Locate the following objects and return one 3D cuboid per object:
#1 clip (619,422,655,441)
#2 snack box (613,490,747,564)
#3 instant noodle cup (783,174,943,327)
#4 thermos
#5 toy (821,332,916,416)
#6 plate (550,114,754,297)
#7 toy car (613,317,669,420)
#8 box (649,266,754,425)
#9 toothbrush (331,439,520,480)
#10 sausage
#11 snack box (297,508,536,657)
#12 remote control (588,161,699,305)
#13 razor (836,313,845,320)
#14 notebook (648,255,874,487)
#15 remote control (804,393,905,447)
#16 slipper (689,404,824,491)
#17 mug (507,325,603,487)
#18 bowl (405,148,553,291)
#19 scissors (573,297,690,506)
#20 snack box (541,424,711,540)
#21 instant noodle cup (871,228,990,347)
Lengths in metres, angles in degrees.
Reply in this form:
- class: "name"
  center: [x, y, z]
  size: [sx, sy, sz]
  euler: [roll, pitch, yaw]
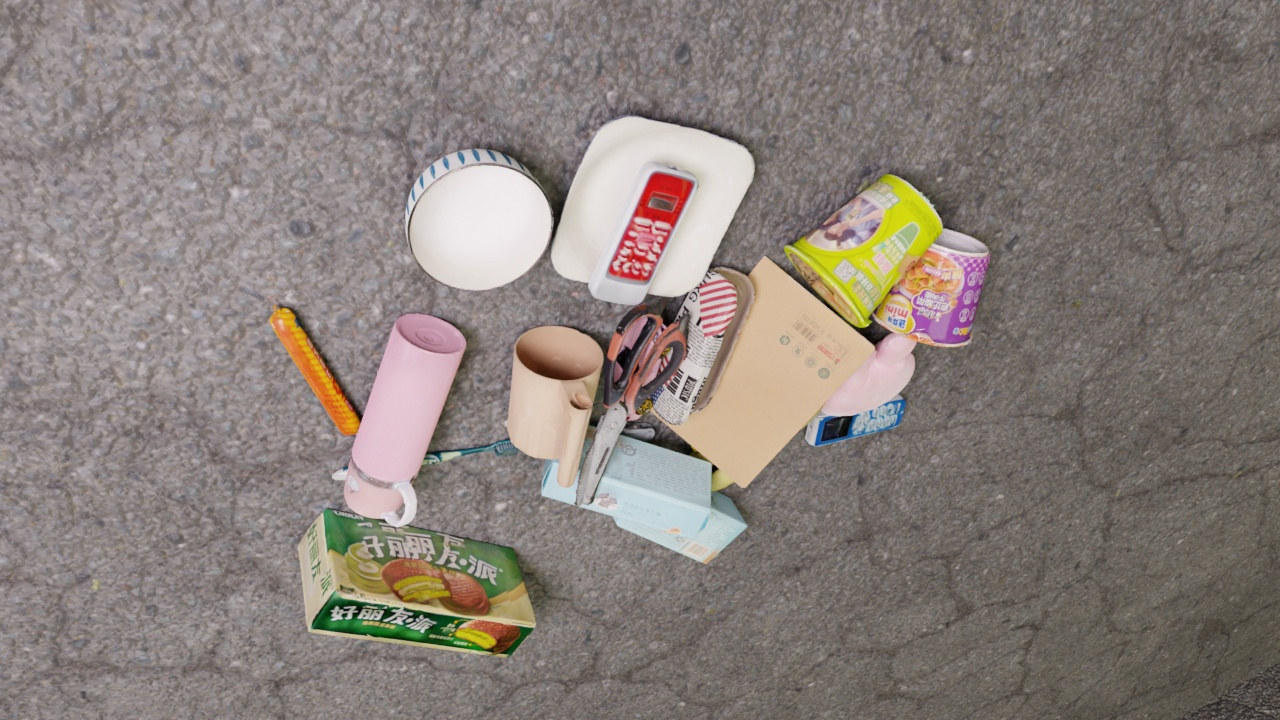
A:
- class: "clip"
  center: [-0.012, 0.077, 1.002]
  size: [0.058, 0.038, 0.026]
  euler: [1, 125, -23]
- class: "snack box"
  center: [0.044, 0.179, 1.087]
  size: [0.074, 0.051, 0.174]
  euler: [-46, 132, 14]
- class: "instant noodle cup"
  center: [0.223, -0.112, 0.893]
  size: [0.123, 0.111, 0.111]
  euler: [-43, 132, 4]
- class: "thermos"
  center: [-0.216, 0.062, 0.843]
  size: [0.067, 0.087, 0.199]
  euler: [-7, 129, -50]
- class: "toy"
  center: [0.255, 0.013, 1.022]
  size: [0.121, 0.054, 0.160]
  euler: [-19, 155, -8]
- class: "plate"
  center: [0.007, -0.138, 0.817]
  size: [0.163, 0.034, 0.165]
  euler: [8, 124, -29]
- class: "toy car"
  center: [-0.005, 0.005, 0.918]
  size: [0.037, 0.056, 0.123]
  euler: [-5, 129, -30]
- class: "box"
  center: [0.056, -0.011, 0.905]
  size: [0.076, 0.087, 0.163]
  euler: [23, 114, -2]
- class: "toothbrush"
  center: [-0.213, 0.103, 0.931]
  size: [0.191, 0.018, 0.016]
  euler: [-9, 129, -18]
- class: "sausage"
  center: [-0.288, 0.013, 0.820]
  size: [0.021, 0.021, 0.165]
  euler: [-22, 133, -6]
- class: "snack box"
  center: [-0.233, 0.239, 0.970]
  size: [0.239, 0.114, 0.063]
  euler: [22, 115, -36]
- class: "remote control"
  center: [0.002, -0.108, 0.802]
  size: [0.055, 0.020, 0.136]
  euler: [8, 124, -31]
- class: "razor"
  center: [0.189, -0.006, 1.020]
  size: [0.042, 0.022, 0.143]
  euler: [-42, 163, -56]
- class: "notebook"
  center: [0.118, 0.016, 0.954]
  size: [0.148, 0.008, 0.208]
  euler: [40, 110, 0]
- class: "remote control"
  center: [0.260, 0.071, 1.112]
  size: [0.124, 0.024, 0.049]
  euler: [-11, 131, -17]
- class: "slipper"
  center: [0.119, 0.067, 1.019]
  size: [0.191, 0.091, 0.081]
  euler: [-39, 93, 22]
- class: "mug"
  center: [-0.078, 0.044, 0.871]
  size: [0.084, 0.124, 0.104]
  euler: [-5, 131, -22]
- class: "bowl"
  center: [-0.135, -0.122, 0.746]
  size: [0.116, 0.066, 0.117]
  euler: [-12, 132, -14]
- class: "scissors"
  center: [-0.009, 0.048, 0.883]
  size: [0.185, 0.015, 0.209]
  euler: [-27, 129, -18]
- class: "snack box"
  center: [-0.012, 0.124, 0.958]
  size: [0.175, 0.074, 0.052]
  euler: [17, 125, -6]
- class: "instant noodle cup"
  center: [0.309, -0.081, 0.957]
  size: [0.111, 0.111, 0.099]
  euler: [0, 119, -25]
